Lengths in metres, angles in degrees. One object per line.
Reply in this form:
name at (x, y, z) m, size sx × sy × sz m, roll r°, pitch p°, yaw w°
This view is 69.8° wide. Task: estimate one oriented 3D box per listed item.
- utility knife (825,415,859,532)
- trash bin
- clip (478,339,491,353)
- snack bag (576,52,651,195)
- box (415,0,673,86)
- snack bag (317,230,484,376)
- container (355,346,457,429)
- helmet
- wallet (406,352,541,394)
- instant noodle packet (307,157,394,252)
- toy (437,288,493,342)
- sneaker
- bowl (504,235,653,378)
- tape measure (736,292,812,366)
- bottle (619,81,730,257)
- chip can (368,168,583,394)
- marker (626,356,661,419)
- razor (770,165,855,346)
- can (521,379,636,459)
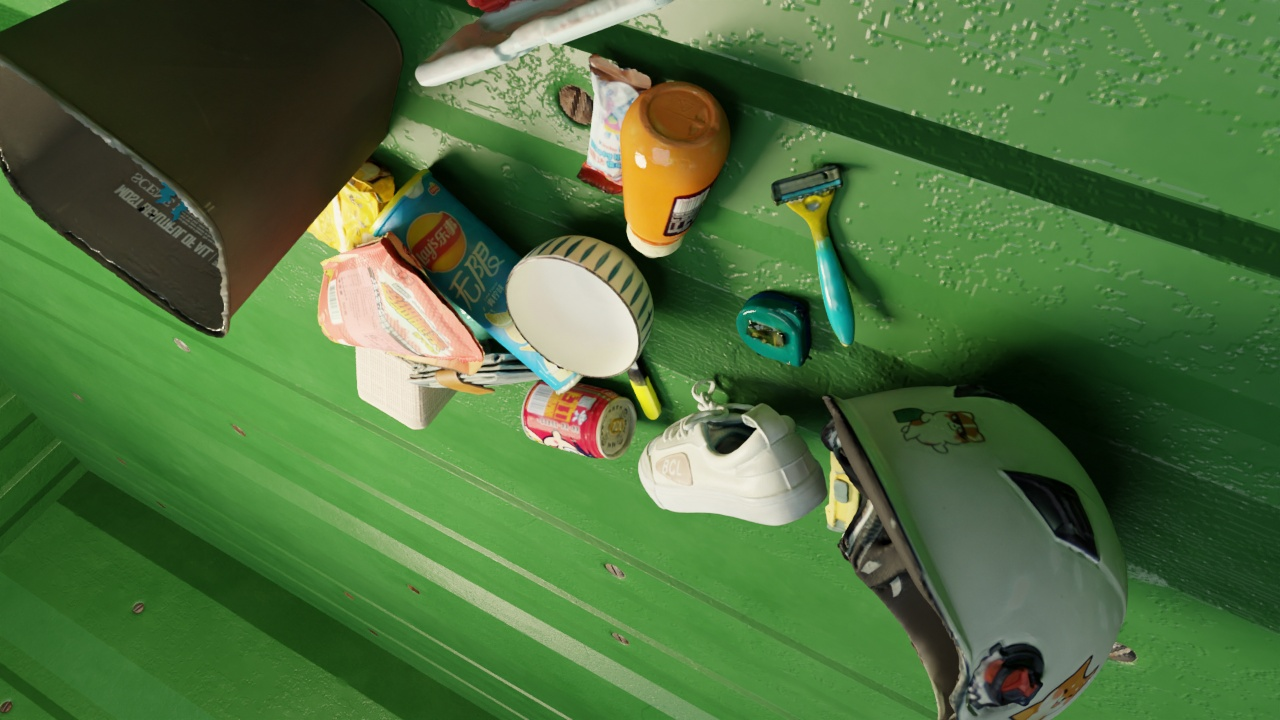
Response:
utility knife at (0.171, 0.098, 0.777) m, size 0.031 × 0.019 × 0.183 m, roll 13°, pitch 138°, yaw 22°
trash bin at (-0.306, -0.172, 0.660) m, size 0.199 × 0.219 × 0.199 m, roll 37°, pitch 148°, yaw -4°
clip at (-0.166, -0.003, 0.947) m, size 0.026 × 0.037 × 0.058 m, roll 34°, pitch 148°, yaw 7°
snack bag at (-0.017, -0.152, 0.601) m, size 0.045 × 0.026 × 0.105 m, roll 30°, pitch 146°, yaw 13°
box at (-0.055, -0.219, 0.478) m, size 0.201 × 0.100 × 0.094 m, roll -1°, pitch 135°, yaw 43°
snack bag at (-0.210, -0.045, 0.777) m, size 0.208 × 0.073 × 0.128 m, roll 2°, pitch 128°, yaw 55°
container at (-0.238, -0.004, 0.948) m, size 0.090 × 0.089 × 0.111 m, roll 29°, pitch 146°, yaw 9°
helmet at (0.225, 0.122, 0.600) m, size 0.157 × 0.229 × 0.274 m, roll -19°, pitch 128°, yaw 2°
wallet at (-0.142, 0.013, 0.863) m, size 0.130 × 0.106 × 0.037 m, roll -7°, pitch 87°, yaw 39°
instant noodle packet at (-0.264, -0.139, 0.832) m, size 0.111 × 0.044 × 0.129 m, roll 33°, pitch 147°, yaw 12°
toy at (-0.161, -0.060, 0.857) m, size 0.092 × 0.030 × 0.097 m, roll 42°, pitch 142°, yaw -16°
sneaker at (0.053, 0.069, 0.754) m, size 0.243 × 0.089 × 0.091 m, roll -1°, pitch 117°, yaw 65°
bowl at (-0.039, -0.050, 0.714) m, size 0.116 × 0.066 × 0.117 m, roll 18°, pitch 138°, yaw 17°
tape measure at (0.097, -0.023, 0.669) m, size 0.054 × 0.025 × 0.058 m, roll 16°, pitch 143°, yaw 26°
bottle at (0.016, -0.112, 0.596) m, size 0.067 × 0.066 × 0.150 m, roll 30°, pitch 156°, yaw 8°
chip can at (-0.124, -0.065, 0.776) m, size 0.210 × 0.071 × 0.071 m, roll 42°, pitch 148°, yaw -12°
marker at (-0.005, 0.005, 0.813) m, size 0.018 × 0.015 × 0.124 m, roll 9°, pitch 137°, yaw 34°
razor at (0.120, -0.063, 0.590) m, size 0.043 × 0.028 × 0.133 m, roll -15°, pitch 127°, yaw 13°
can at (-0.058, 0.055, 0.879) m, size 0.094 × 0.066 × 0.066 m, roll 11°, pitch 142°, yaw 33°
